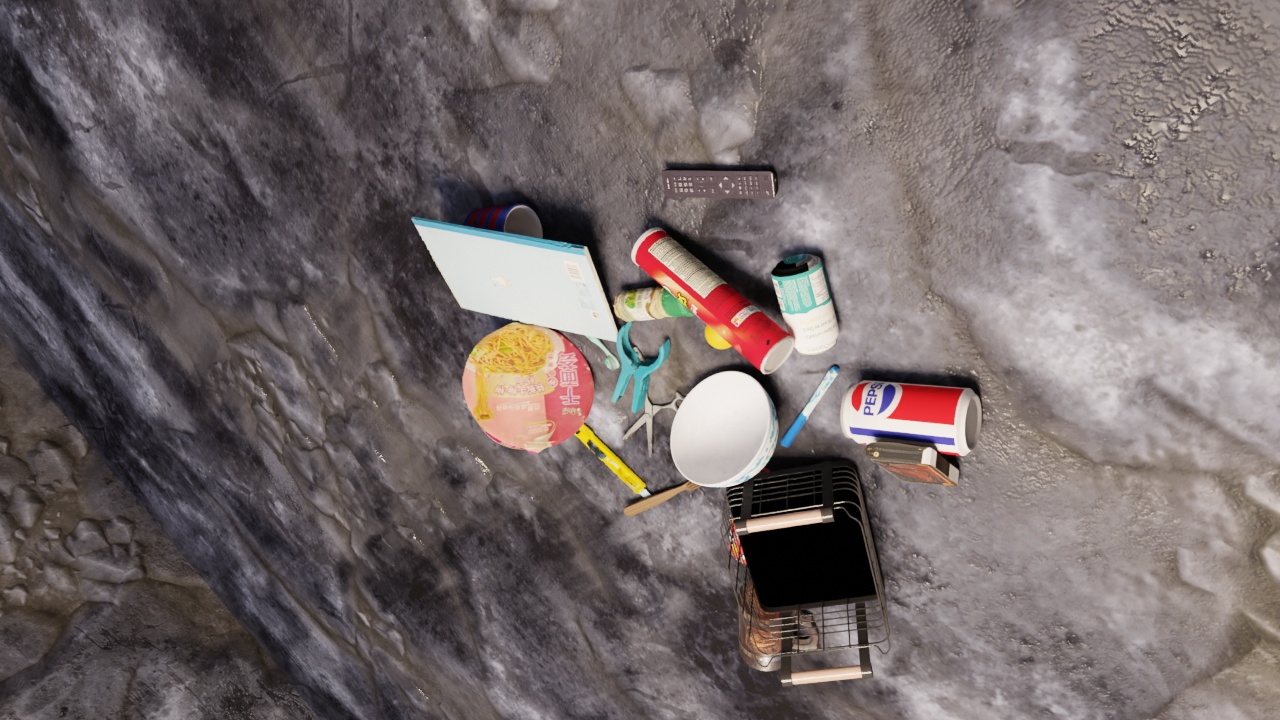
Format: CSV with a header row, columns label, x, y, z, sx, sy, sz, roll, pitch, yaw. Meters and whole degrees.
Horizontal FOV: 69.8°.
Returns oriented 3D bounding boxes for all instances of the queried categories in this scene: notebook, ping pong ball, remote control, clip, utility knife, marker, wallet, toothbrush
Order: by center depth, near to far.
label,x,y,z,sx,sy,sz,roll,pitch,yaw
wallet,0.294,0.112,0.988,0.072,0.019,0.123,1,163,32
remote control,0.086,-0.194,1.003,0.137,0.015,0.032,8,123,31
ping pong ball,0.096,-0.033,1.086,0.040,0.040,0.040,20,129,27
marker,0.200,0.056,1.086,0.013,0.013,0.142,36,134,13
notebook,-0.158,-0.103,1.179,0.254,0.009,0.181,13,148,23
clip,-0.019,-0.003,1.195,0.121,0.031,0.130,42,129,0
toothbrush,-0.072,-0.042,1.229,0.022,0.017,0.135,-32,97,42
toothbrush,0.032,0.193,1.301,0.167,0.016,0.016,-30,103,42
utility knife,-0.042,0.145,1.337,0.165,0.017,0.031,41,141,2

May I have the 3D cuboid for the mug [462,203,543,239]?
label,x,y,z,sx,sy,sz,roll,pitch,yaw
mug,-0.170,-0.152,1.201,0.076,0.074,0.112,2,145,37

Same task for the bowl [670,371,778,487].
label,x,y,z,sx,sy,sz,roll,pitch,yaw
bowl,0.116,0.093,1.117,0.144,0.143,0.074,-8,153,41

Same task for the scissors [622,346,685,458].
label,x,y,z,sx,sy,sz,roll,pitch,yaw
scissors,0.006,0.058,1.239,0.142,0.014,0.162,-20,105,41

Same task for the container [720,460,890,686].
label,x,y,z,sx,sy,sz,roll,pitch,yaw
container,0.198,0.250,1.095,0.163,0.130,0.241,-12,113,15

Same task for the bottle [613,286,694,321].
label,x,y,z,sx,sy,sz,roll,pitch,yaw
bottle,0.019,-0.071,1.122,0.111,0.042,0.043,-3,116,41

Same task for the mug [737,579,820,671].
label,x,y,z,sx,sy,sz,roll,pitch,yaw
mug,0.192,0.365,1.267,0.116,0.079,0.107,1,124,7

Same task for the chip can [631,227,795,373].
label,x,y,z,sx,sy,sz,roll,pitch,yaw
chip can,0.079,-0.069,1.030,0.215,0.051,0.052,43,138,27

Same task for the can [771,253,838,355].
label,x,y,z,sx,sy,sz,roll,pitch,yaw
can,0.179,-0.061,0.992,0.055,0.054,0.102,-2,117,39

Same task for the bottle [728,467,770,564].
label,x,y,z,sx,sy,sz,roll,pitch,yaw
bottle,0.150,0.199,1.188,0.062,0.061,0.138,22,131,25

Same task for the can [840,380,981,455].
label,x,y,z,sx,sy,sz,roll,pitch,yaw
can,0.288,0.060,0.979,0.132,0.070,0.070,4,121,36

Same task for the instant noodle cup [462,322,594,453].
label,x,y,z,sx,sy,sz,roll,pitch,yaw
instant noodle cup,-0.159,0.047,1.262,0.178,0.178,0.078,45,152,4
